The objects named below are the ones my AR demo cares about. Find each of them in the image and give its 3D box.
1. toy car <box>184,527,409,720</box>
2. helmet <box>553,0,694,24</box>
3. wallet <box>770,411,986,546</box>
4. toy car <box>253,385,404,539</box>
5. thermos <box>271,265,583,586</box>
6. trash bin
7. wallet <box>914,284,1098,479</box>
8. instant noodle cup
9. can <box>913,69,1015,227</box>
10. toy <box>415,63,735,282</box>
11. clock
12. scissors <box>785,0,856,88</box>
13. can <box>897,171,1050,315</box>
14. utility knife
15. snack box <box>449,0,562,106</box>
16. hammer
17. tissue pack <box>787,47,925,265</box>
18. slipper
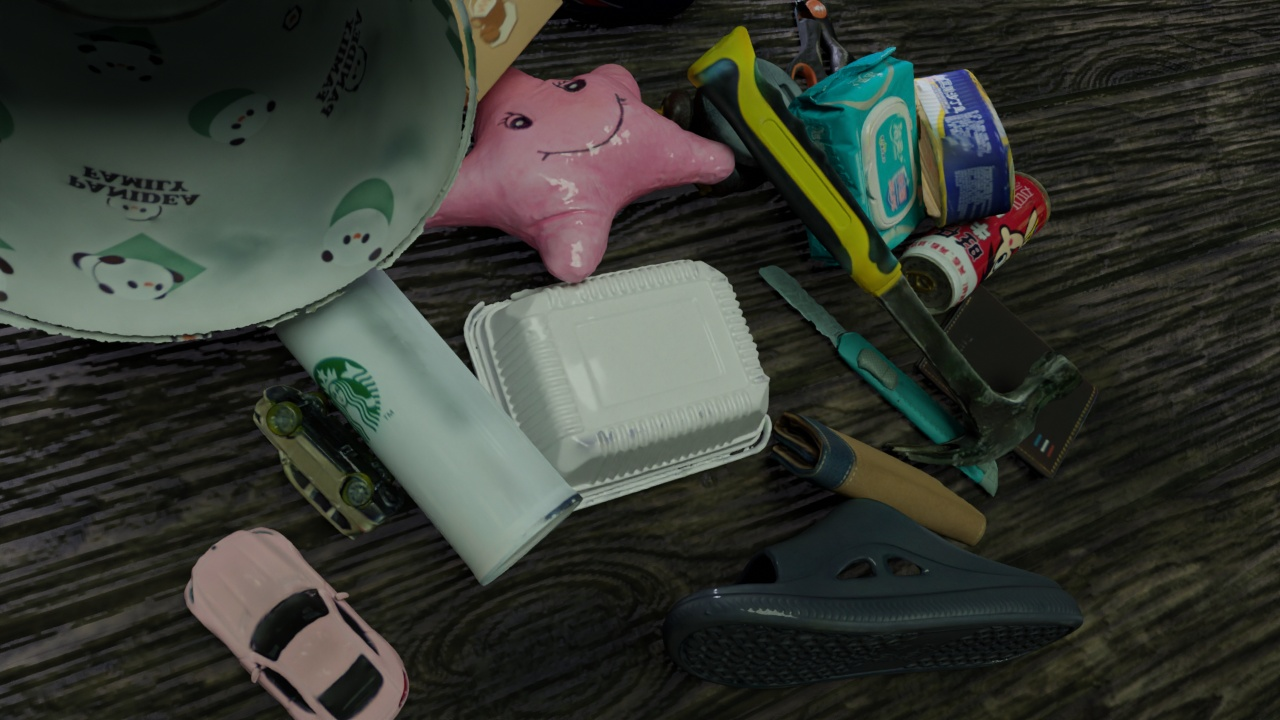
[{"bbox_3d":[-0.165,0.133,0.442,0.122,0.037,0.056,45,60,2],"label":"toy car"},{"bbox_3d":[-0.055,-0.374,0.567,0.315,0.241,0.246,17,65,-15],"label":"helmet"},{"bbox_3d":[0.142,0.071,0.560,0.115,0.090,0.033,22,97,-12],"label":"wallet"},{"bbox_3d":[-0.162,0.050,0.471,0.035,0.042,0.090,-42,92,5],"label":"toy car"},{"bbox_3d":[-0.129,0.011,0.478,0.073,0.073,0.224,-38,81,-29],"label":"thermos"},{"bbox_3d":[-0.224,-0.175,0.409,0.229,0.230,0.251,-14,52,-25],"label":"trash bin"},{"bbox_3d":[0.265,0.013,0.663,0.122,0.020,0.096,41,62,1],"label":"wallet"},{"bbox_3d":[-0.003,0.003,0.541,0.173,0.060,0.138,-13,75,-26],"label":"instant noodle cup"},{"bbox_3d":[0.223,-0.155,0.658,0.049,0.075,0.147,-9,41,9],"label":"can"},{"bbox_3d":[-0.059,-0.127,0.562,0.178,0.075,0.194,41,60,21],"label":"toy"},{"bbox_3d":[0.060,-0.157,0.630,0.121,0.055,0.082,-27,82,-27],"label":"clock"},{"bbox_3d":[0.126,-0.262,0.715,0.142,0.022,0.235,-25,80,-27],"label":"scissors"},{"bbox_3d":[0.243,-0.087,0.673,0.132,0.053,0.053,-36,85,-29],"label":"can"},{"bbox_3d":[0.166,0.010,0.627,0.223,0.013,0.029,42,62,-1],"label":"utility knife"},{"bbox_3d":[-0.119,-0.204,0.541,0.077,0.094,0.092,50,62,-33],"label":"snack box"},{"bbox_3d":[0.141,-0.062,0.576,0.126,0.032,0.323,-42,103,-1],"label":"hammer"},{"bbox_3d":[0.150,-0.137,0.623,0.093,0.050,0.133,-39,126,-34],"label":"tissue pack"},{"bbox_3d":[0.129,0.132,0.525,0.267,0.111,0.083,7,53,-24],"label":"slipper"}]
